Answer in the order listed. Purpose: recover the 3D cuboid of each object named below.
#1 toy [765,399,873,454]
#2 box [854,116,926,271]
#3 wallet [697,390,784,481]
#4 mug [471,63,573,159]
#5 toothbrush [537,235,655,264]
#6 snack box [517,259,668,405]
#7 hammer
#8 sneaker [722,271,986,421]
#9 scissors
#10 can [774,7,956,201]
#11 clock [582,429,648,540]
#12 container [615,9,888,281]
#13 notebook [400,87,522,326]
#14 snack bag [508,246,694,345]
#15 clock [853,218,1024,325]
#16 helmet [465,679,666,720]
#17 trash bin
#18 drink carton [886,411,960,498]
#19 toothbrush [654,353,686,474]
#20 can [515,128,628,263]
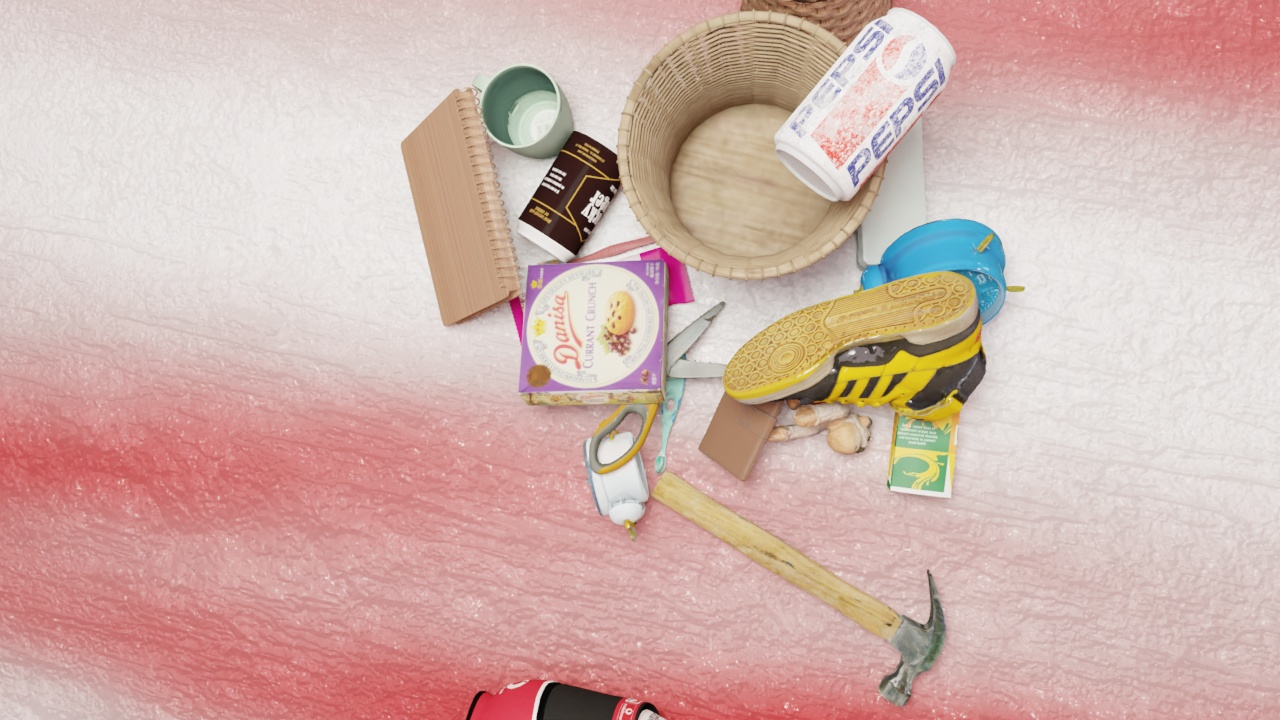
[{"bbox_3d":[0.187,0.066,0.930,0.106,0.085,0.074,24,54,-13],"label":"toy"},{"bbox_3d":[0.248,-0.191,0.916,0.085,0.070,0.199,-4,89,29],"label":"box"},{"bbox_3d":[0.108,0.054,0.938,0.013,0.087,0.121,21,96,-34],"label":"wallet"},{"bbox_3d":[-0.123,-0.260,0.952,0.111,0.104,0.084,34,96,7],"label":"mug"},{"bbox_3d":[-0.027,-0.119,0.984,0.184,0.015,0.015,-14,82,8],"label":"toothbrush"},{"bbox_3d":[-0.046,-0.028,0.933,0.148,0.040,0.143,-2,68,9],"label":"snack box"},{"bbox_3d":[0.160,0.212,0.950,0.330,0.033,0.132,31,98,8],"label":"hammer"},{"bbox_3d":[0.206,0.009,0.861,0.239,0.085,0.122,-19,131,21],"label":"sneaker"},{"bbox_3d":[-0.004,0.007,0.946,0.226,0.016,0.225,36,75,21],"label":"scissors"},{"bbox_3d":[0.173,-0.197,0.714,0.078,0.078,0.136,41,95,7],"label":"can"},{"bbox_3d":[-0.023,0.130,0.953,0.057,0.083,0.117,-14,84,3],"label":"clock"},{"bbox_3d":[0.105,-0.180,0.863,0.227,0.196,0.227,0,90,8],"label":"container"},{"bbox_3d":[-0.188,-0.153,0.950,0.169,0.022,0.210,-16,88,54],"label":"notebook"},{"bbox_3d":[-0.045,-0.070,0.987,0.197,0.016,0.070,-15,87,10],"label":"snack bag"},{"bbox_3d":[0.276,-0.067,0.883,0.162,0.116,0.060,-27,45,29],"label":"clock"},{"bbox_3d":[-0.035,0.445,0.905,0.225,0.197,0.270,-13,80,10],"label":"helmet"},{"bbox_3d":[0.165,-0.354,0.847,0.151,0.210,0.151,0,91,9],"label":"trash bin"},{"bbox_3d":[0.285,0.071,0.919,0.058,0.041,0.122,6,93,10],"label":"drink carton"},{"bbox_3d":[0.031,0.055,0.975,0.022,0.017,0.135,11,93,10],"label":"toothbrush"},{"bbox_3d":[-0.070,-0.172,0.956,0.072,0.072,0.128,33,91,8],"label":"can"}]
